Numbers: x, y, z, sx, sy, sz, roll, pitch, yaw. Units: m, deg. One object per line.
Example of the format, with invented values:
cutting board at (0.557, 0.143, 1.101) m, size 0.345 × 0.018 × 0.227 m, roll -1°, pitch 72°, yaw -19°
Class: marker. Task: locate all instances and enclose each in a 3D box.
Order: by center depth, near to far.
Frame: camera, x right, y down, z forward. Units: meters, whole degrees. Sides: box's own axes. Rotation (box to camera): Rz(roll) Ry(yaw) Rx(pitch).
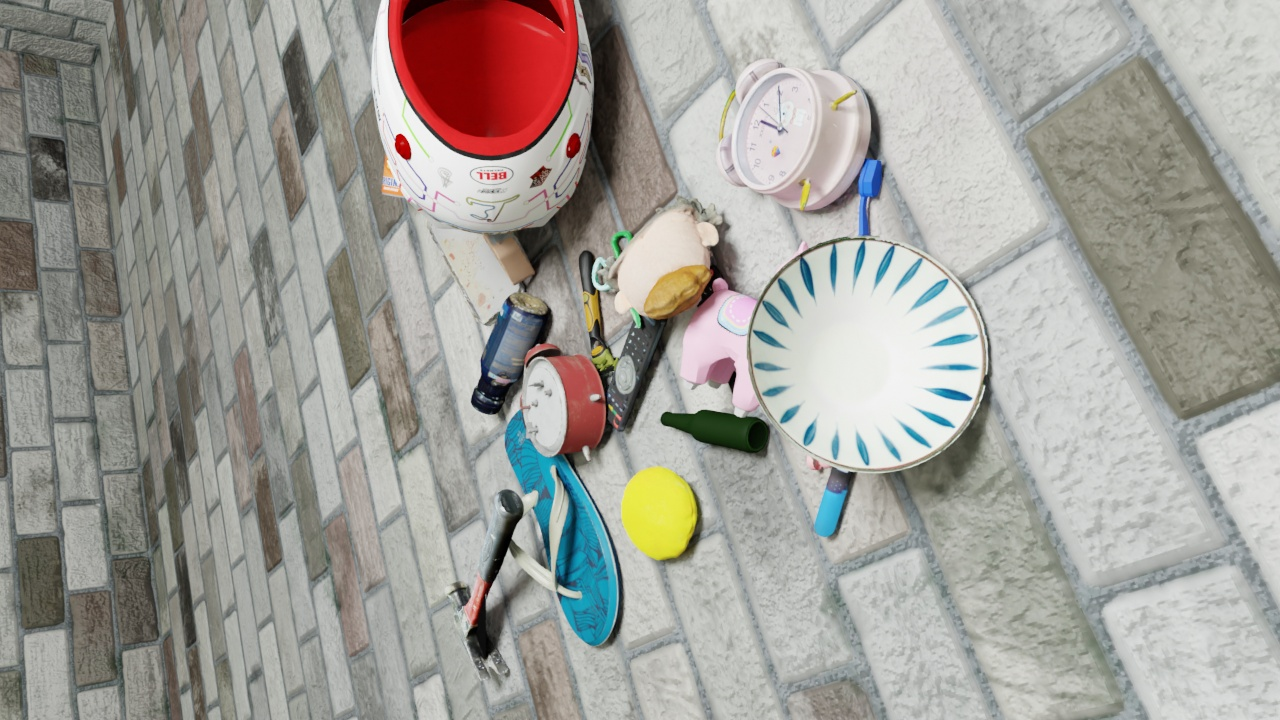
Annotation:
marker at (0.169, 0.089, 0.764) m, size 0.018 × 0.015 × 0.123 m, roll 17°, pitch 103°, yaw 11°

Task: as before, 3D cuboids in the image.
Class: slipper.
slipper at (-0.103, 0.179, 1.040) m, size 0.118 × 0.060 × 0.294 m, roll -48°, pitch 56°, yaw 33°

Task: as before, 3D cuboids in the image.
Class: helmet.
helmet at (-0.167, -0.291, 0.986) m, size 0.236 × 0.231 × 0.314 m, roll 172°, pitch 95°, yaw -80°

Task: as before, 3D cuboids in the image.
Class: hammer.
hammer at (-0.176, 0.257, 1.074) m, size 0.140 × 0.036 × 0.327 m, roll 59°, pitch 146°, yaw 29°

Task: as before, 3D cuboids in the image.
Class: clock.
clock at (0.120, -0.195, 0.782) m, size 0.158 × 0.058 × 0.117 m, roll 40°, pitch 118°, yaw 50°
clock at (-0.102, 0.041, 1.024) m, size 0.157 × 0.061 × 0.110 m, roll 41°, pitch 129°, yaw 49°

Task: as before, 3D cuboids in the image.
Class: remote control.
remote control at (0.080, -0.028, 0.868) m, size 0.039 × 0.010 × 0.124 m, roll -35°, pitch 64°, yaw 43°
remote control at (-0.006, 0.006, 0.957) m, size 0.045 × 0.021 × 0.141 m, roll 50°, pitch 126°, yaw 47°

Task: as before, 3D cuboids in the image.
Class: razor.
razor at (-0.052, -0.053, 1.012) m, size 0.044 × 0.021 × 0.144 m, roll -22°, pitch 72°, yaw 46°

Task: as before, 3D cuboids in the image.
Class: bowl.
bowl at (0.165, -0.001, 0.704) m, size 0.071 × 0.177 × 0.177 m, roll 92°, pitch 170°, yaw -81°

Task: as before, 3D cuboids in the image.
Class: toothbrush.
toothbrush at (0.179, -0.071, 0.756) m, size 0.011 × 0.016 × 0.187 m, roll 15°, pitch 103°, yaw 45°

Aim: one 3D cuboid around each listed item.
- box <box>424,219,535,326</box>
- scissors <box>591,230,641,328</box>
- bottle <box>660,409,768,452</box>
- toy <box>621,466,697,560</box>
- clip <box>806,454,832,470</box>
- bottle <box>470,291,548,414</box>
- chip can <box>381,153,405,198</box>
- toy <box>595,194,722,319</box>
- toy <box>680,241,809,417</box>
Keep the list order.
box at (-0.217, -0.158, 1.150) m, size 0.217 × 0.094 × 0.121 m, roll 55°, pitch 169°, yaw 33°
scissors at (-0.022, -0.074, 0.964) m, size 0.078 × 0.013 × 0.131 m, roll -44°, pitch 46°, yaw 34°
bottle at (0.065, 0.063, 0.869) m, size 0.123 × 0.033 × 0.033 m, roll 7°, pitch 95°, yaw 49°
toy at (0.018, 0.152, 0.916) m, size 0.094 × 0.041 × 0.096 m, roll 52°, pitch 125°, yaw 29°
clip at (0.145, 0.066, 0.787) m, size 0.039 × 0.022 × 0.059 m, roll -22°, pitch 75°, yaw 43°
bottle at (-0.161, -0.006, 1.107) m, size 0.056 × 0.056 × 0.161 m, roll 50°, pitch 125°, yaw 36°
chip can at (-0.319, -0.334, 1.282) m, size 0.062 × 0.062 × 0.210 m, roll 20°, pitch 104°, yaw 47°
toy at (0.028, -0.082, 0.847) m, size 0.133 × 0.076 × 0.175 m, roll -43°, pitch 23°, yaw 17°
toy at (0.105, -0.032, 0.791) m, size 0.123 × 0.067 × 0.158 m, roll 30°, pitch 108°, yaw 34°
